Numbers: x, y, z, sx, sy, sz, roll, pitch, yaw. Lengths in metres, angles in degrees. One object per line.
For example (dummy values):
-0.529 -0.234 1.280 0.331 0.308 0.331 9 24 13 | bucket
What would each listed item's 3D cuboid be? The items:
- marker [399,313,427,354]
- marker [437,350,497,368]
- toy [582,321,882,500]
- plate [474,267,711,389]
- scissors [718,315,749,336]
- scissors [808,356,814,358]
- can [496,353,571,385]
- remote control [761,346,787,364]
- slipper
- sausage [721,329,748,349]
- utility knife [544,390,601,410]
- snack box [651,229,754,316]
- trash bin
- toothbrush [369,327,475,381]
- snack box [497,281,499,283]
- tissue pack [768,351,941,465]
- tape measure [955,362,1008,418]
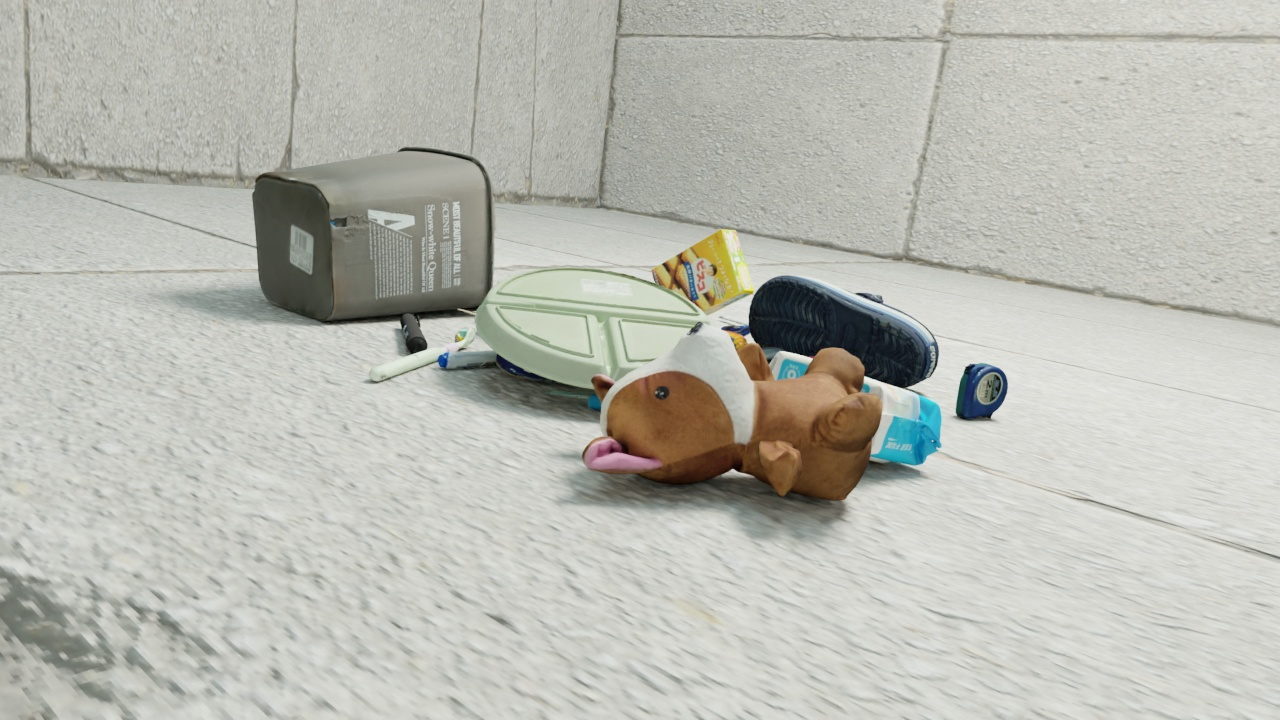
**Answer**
-0.239 -0.029 0.966 0.022 0.020 0.132 -6 15 -17 | marker
-0.135 -0.003 0.914 0.145 0.017 0.017 -4 17 -42 | marker
0.061 0.036 0.633 0.199 0.130 0.140 -2 18 4 | toy
-0.037 -0.037 0.855 0.230 0.028 0.229 9 27 -5 | plate
0.162 -0.043 1.274 0.176 0.012 0.162 17 16 41 | scissors
0.156 0.011 1.029 0.137 0.017 0.076 1 22 -6 | scissors
-0.064 -0.013 0.886 0.148 0.049 0.074 5 27 -12 | can
0.112 0.003 0.957 0.053 0.024 0.136 -31 -11 33 | remote control
0.243 -0.042 1.090 0.095 0.105 0.253 -15 26 -42 | slipper
0.065 -0.037 1.168 0.165 0.021 0.021 14 14 30 | sausage
0.007 0.040 0.796 0.186 0.018 0.034 7 13 8 | utility knife
0.078 -0.103 1.191 0.033 0.087 0.141 -5 -14 -44 | snack box
-0.316 -0.147 1.090 0.199 0.199 0.219 16 22 35 | trash bin
-0.207 -0.006 0.882 0.020 0.029 0.189 49 19 1 | toothbrush
-0.084 -0.044 1.016 0.175 0.051 0.074 16 2 39 | snack box
0.169 0.041 0.755 0.090 0.063 0.140 14 5 -41 | tissue pack
0.347 0.030 0.937 0.054 0.058 0.025 -2 16 -27 | tape measure
